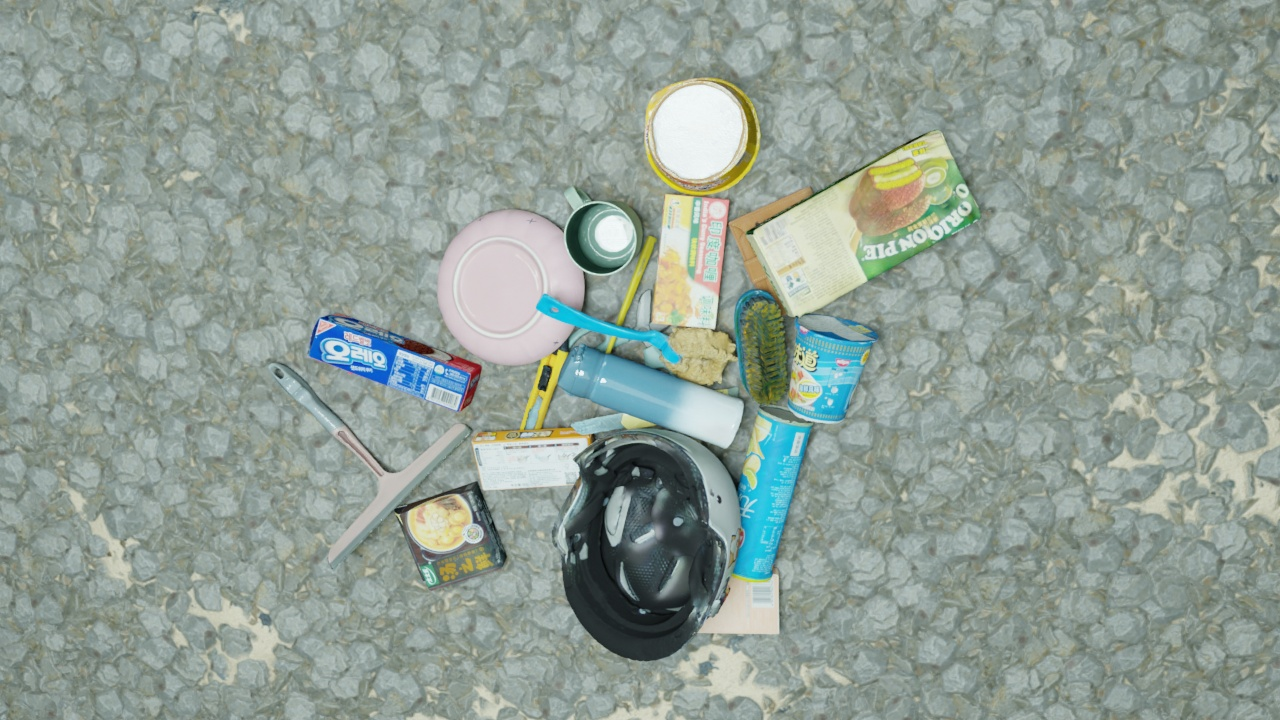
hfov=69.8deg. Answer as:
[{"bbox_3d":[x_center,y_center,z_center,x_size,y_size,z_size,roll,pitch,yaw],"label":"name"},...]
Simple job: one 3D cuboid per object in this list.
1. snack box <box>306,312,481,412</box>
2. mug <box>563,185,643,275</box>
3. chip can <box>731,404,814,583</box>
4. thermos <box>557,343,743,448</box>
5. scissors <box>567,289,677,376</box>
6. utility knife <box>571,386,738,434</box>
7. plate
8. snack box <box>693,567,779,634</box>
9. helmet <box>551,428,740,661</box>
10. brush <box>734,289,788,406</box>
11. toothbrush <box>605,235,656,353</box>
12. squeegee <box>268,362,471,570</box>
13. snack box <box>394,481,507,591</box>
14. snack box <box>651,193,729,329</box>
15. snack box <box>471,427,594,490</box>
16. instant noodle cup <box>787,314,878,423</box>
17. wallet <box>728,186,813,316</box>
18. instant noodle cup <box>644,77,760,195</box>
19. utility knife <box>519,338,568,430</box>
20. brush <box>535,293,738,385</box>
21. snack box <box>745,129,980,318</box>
[{"bbox_3d":[-0.309,0.001,1.156,0.207,0.058,0.057,20,102,2],"label":"snack box"},{"bbox_3d":[-0.048,-0.156,1.072,0.082,0.106,0.112,-36,96,12],"label":"mug"},{"bbox_3d":[0.153,0.163,1.131,0.071,0.071,0.210,14,102,3],"label":"chip can"},{"bbox_3d":[0.011,0.042,1.096,0.220,0.070,0.070,19,102,-5],"label":"thermos"},{"bbox_3d":[-0.006,0.007,1.145,0.170,0.019,0.181,-31,95,10],"label":"scissors"},{"bbox_3d":[0.020,0.066,1.133,0.212,0.022,0.031,-12,102,-10],"label":"utility knife"},{"bbox_3d":[-0.164,-0.088,1.115,0.192,0.039,0.192,1,94,14],"label":"plate"},{"bbox_3d":[0.100,0.310,1.187,0.157,0.026,0.084,-1,101,7],"label":"snack box"},{"bbox_3d":[0.025,0.204,1.105,0.230,0.156,0.274,17,110,31],"label":"helmet"},{"bbox_3d":[0.141,-0.020,1.092,0.055,0.073,0.144,-12,119,-3],"label":"brush"},{"bbox_3d":[-0.016,-0.060,1.118,0.016,0.015,0.190,20,97,0],"label":"toothbrush"},{"bbox_3d":[-0.390,0.093,1.193,0.249,0.040,0.247,45,86,2],"label":"squeegee"},{"bbox_3d":[-0.254,0.233,1.203,0.126,0.053,0.113,-19,98,4],"label":"snack box"},{"bbox_3d":[0.059,-0.118,1.102,0.077,0.027,0.156,5,99,-2],"label":"snack box"},{"bbox_3d":[-0.133,0.125,1.167,0.154,0.026,0.075,-4,117,7],"label":"snack box"},{"bbox_3d":[0.219,0.012,1.088,0.099,0.099,0.110,11,111,4],"label":"instant noodle cup"},{"bbox_3d":[0.177,-0.126,1.093,0.108,0.031,0.132,-22,97,8],"label":"wallet"},{"bbox_3d":[0.067,-0.255,1.039,0.138,0.109,0.138,1,101,7],"label":"instant noodle cup"},{"bbox_3d":[-0.124,0.045,1.157,0.033,0.015,0.171,25,111,15],"label":"utility knife"},{"bbox_3d":[-0.002,-0.028,1.081,0.254,0.045,0.083,18,135,-20],"label":"brush"},{"bbox_3d":[0.250,-0.154,1.043,0.240,0.063,0.114,-30,97,0],"label":"snack box"}]
